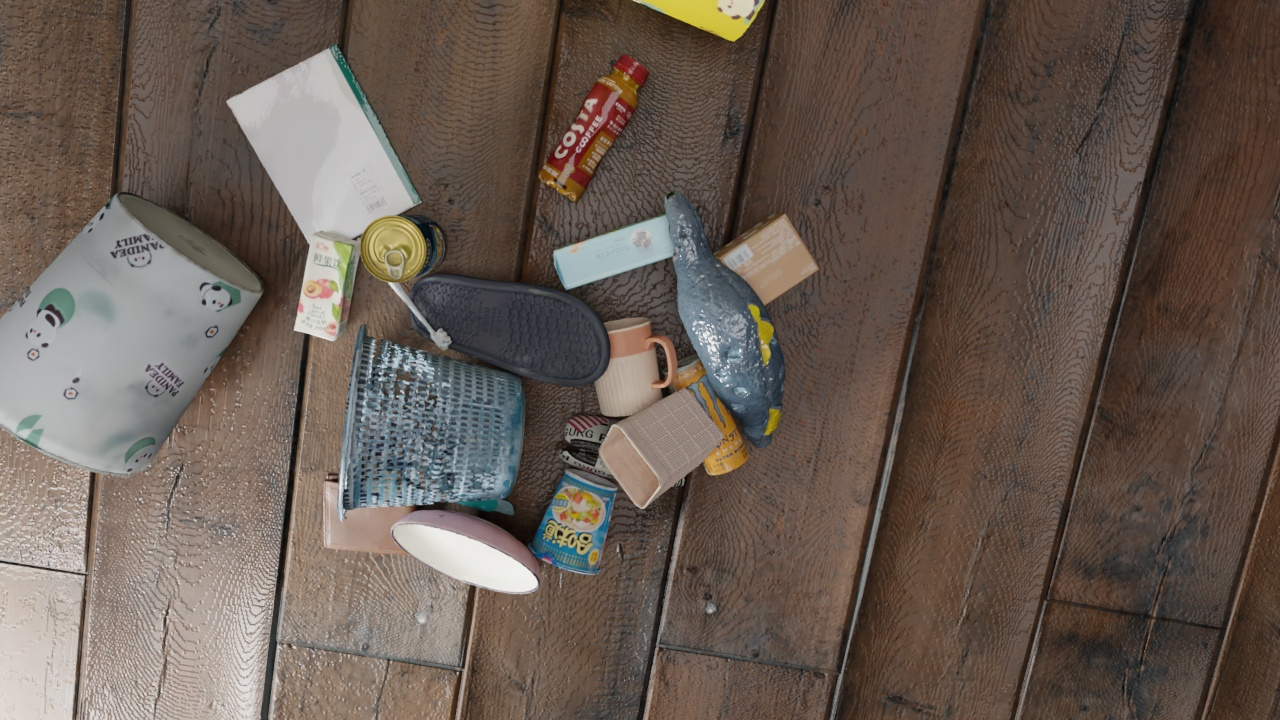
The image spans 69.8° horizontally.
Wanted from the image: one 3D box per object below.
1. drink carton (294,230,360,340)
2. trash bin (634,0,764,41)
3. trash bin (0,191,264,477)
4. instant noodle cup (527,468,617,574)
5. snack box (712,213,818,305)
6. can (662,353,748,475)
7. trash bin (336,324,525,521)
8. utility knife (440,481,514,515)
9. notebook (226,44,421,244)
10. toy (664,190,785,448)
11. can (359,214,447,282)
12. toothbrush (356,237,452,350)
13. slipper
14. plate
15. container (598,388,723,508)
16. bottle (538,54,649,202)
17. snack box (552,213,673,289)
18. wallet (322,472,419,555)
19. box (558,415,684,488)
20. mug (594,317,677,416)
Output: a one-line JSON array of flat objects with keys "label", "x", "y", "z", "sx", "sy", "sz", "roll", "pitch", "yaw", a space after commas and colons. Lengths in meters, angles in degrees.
[{"label": "drink carton", "x": -0.378, "y": -0.091, "z": 1.112, "sx": 0.053, "sy": 0.045, "sz": 0.123, "roll": 15, "pitch": 105, "yaw": -2}, {"label": "trash bin", "x": 0.030, "y": -0.484, "z": 0.976, "sx": 0.255, "sy": 0.229, "sz": 0.230, "roll": 23, "pitch": 98, "yaw": -10}, {"label": "trash bin", "x": -0.584, "y": -0.037, "z": 1.043, "sx": 0.229, "sy": 0.229, "sz": 0.252, "roll": 38, "pitch": 91, "yaw": -6}, {"label": "instant noodle cup", "x": -0.078, "y": 0.198, "z": 1.148, "sx": 0.099, "sy": 0.099, "sz": 0.110, "roll": 20, "pitch": 91, "yaw": -4}, {"label": "snack box", "x": 0.147, "y": -0.117, "z": 1.094, "sx": 0.093, "sy": 0.094, "sz": 0.077, "roll": -34, "pitch": 98, "yaw": 4}, {"label": "can", "x": 0.082, "y": 0.068, "z": 1.142, "sx": 0.058, "sy": 0.058, "sz": 0.146, "roll": -24, "pitch": 99, "yaw": 3}, {"label": "trash bin", "x": -0.242, "y": 0.080, "z": 1.078, "sx": 0.195, "sy": 0.226, "sz": 0.227, "roll": 6, "pitch": 99, "yaw": -15}, {"label": "utility knife", "x": -0.245, "y": 0.168, "z": 1.177, "sx": 0.174, "sy": 0.013, "sz": 0.029, "roll": 18, "pitch": 100, "yaw": -2}, {"label": "notebook", "x": -0.379, "y": -0.251, "z": 1.107, "sx": 0.150, "sy": 0.012, "sz": 0.209, "roll": -27, "pitch": 99, "yaw": 2}, {"label": "toy", "x": 0.104, "y": -0.023, "z": 1.051, "sx": 0.091, "sy": 0.138, "sz": 0.356, "roll": -26, "pitch": 114, "yaw": -6}, {"label": "can", "x": -0.276, "y": -0.134, "z": 1.079, "sx": 0.075, "sy": 0.111, "sz": 0.075, "roll": 0, "pitch": 100, "yaw": 1}, {"label": "toothbrush", "x": -0.287, "y": -0.084, "z": 1.111, "sx": 0.016, "sy": 0.016, "sz": 0.180, "roll": -44, "pitch": 80, "yaw": 23}, {"label": "slipper", "x": -0.150, "y": -0.049, "z": 1.111, "sx": 0.268, "sy": 0.083, "sz": 0.111, "roll": 15, "pitch": 105, "yaw": 18}, {"label": "plate", "x": -0.209, "y": 0.229, "z": 1.124, "sx": 0.192, "sy": 0.193, "sz": 0.039, "roll": 22, "pitch": 59, "yaw": -4}, {"label": "container", "x": 0.027, "y": 0.100, "z": 1.081, "sx": 0.110, "sy": 0.090, "sz": 0.090, "roll": -30, "pitch": 73, "yaw": -30}, {"label": "bottle", "x": -0.052, "y": -0.275, "z": 1.084, "sx": 0.057, "sy": 0.057, "sz": 0.175, "roll": 32, "pitch": 98, "yaw": -6}, {"label": "snack box", "x": -0.015, "y": -0.135, "z": 1.099, "sx": 0.175, "sy": 0.074, "sz": 0.051, "roll": -18, "pitch": 98, "yaw": 2}, {"label": "wallet", "x": -0.342, "y": 0.199, "z": 1.170, "sx": 0.124, "sy": 0.032, "sz": 0.101, "roll": 6, "pitch": 111, "yaw": 0}, {"label": "box", "x": -0.017, "y": 0.109, "z": 1.150, "sx": 0.163, "sy": 0.076, "sz": 0.086, "roll": 16, "pitch": 82, "yaw": 0}, {"label": "mug", "x": -0.007, "y": 0.006, "z": 1.111, "sx": 0.115, "sy": 0.081, "sz": 0.106, "roll": -3, "pitch": 104, "yaw": 33}]
